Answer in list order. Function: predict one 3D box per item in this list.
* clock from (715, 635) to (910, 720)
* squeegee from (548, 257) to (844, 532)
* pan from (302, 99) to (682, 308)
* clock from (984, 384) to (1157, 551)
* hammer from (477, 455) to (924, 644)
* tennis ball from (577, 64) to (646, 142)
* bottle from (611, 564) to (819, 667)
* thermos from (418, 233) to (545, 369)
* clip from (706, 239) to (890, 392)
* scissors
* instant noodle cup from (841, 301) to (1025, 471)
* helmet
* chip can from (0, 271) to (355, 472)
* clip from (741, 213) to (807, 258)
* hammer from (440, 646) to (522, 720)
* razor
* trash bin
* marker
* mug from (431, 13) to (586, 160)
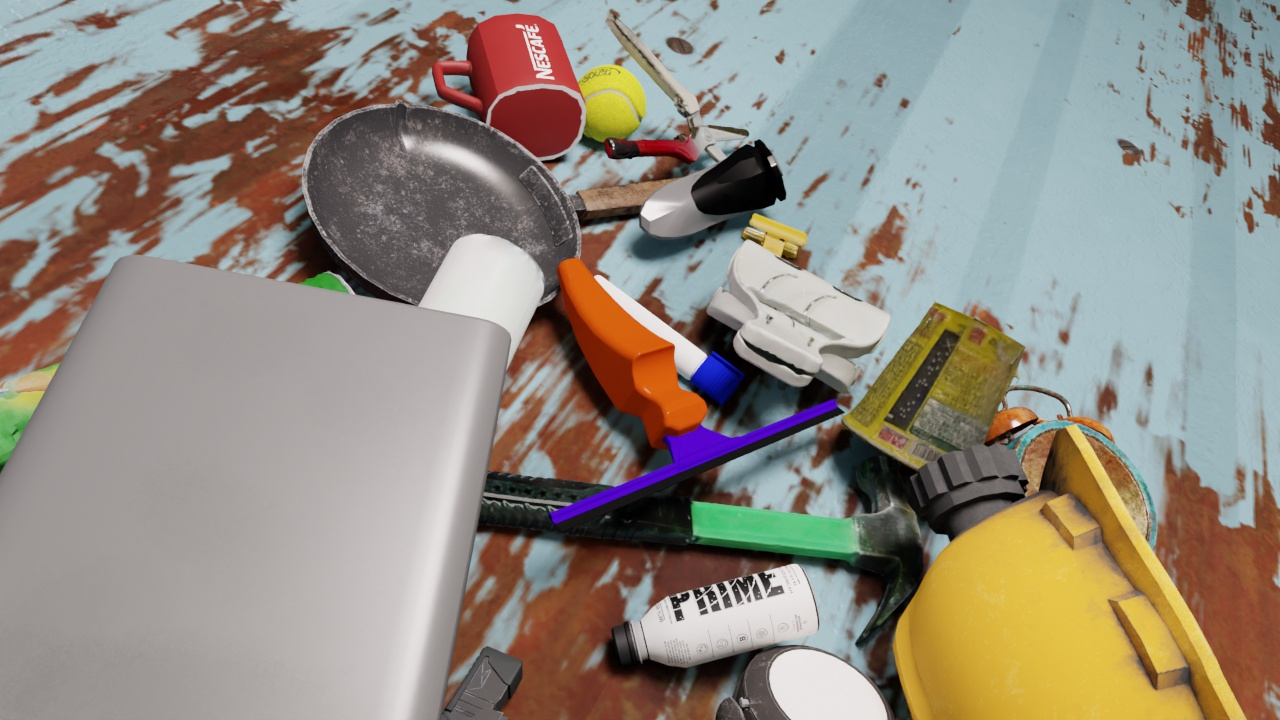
[{"bbox_3d":[0.093,0.197,0.497,0.091,0.044,0.122,33,29,28],"label":"clock"},{"bbox_3d":[-0.004,0.004,0.618,0.248,0.055,0.184,-17,62,-38],"label":"squeegee"},{"bbox_3d":[-0.082,-0.116,0.714,0.356,0.040,0.207,-10,62,-37],"label":"pan"},{"bbox_3d":[0.292,0.092,0.661,0.121,0.073,0.157,9,61,-14],"label":"clock"},{"bbox_3d":[0.032,0.103,0.583,0.318,0.032,0.130,9,50,-13],"label":"hammer"},{"bbox_3d":[-0.028,-0.225,0.806,0.065,0.066,0.065,11,49,-13],"label":"tennis ball"},{"bbox_3d":[0.041,0.150,0.525,0.116,0.041,0.041,-13,55,-4],"label":"bottle"},{"bbox_3d":[-0.125,0.030,0.530,0.068,0.068,0.229,22,58,-3],"label":"thermos"},{"bbox_3d":[0.113,-0.034,0.663,0.126,0.110,0.150,29,4,7],"label":"clip"},{"bbox_3d":[0.025,-0.218,0.793,0.198,0.015,0.179,-24,90,-46],"label":"scissors"},{"bbox_3d":[0.209,0.022,0.643,0.102,0.108,0.102,27,9,-5],"label":"instant noodle cup"},{"bbox_3d":[0.208,0.172,0.486,0.131,0.205,0.255,-17,56,8],"label":"helmet"},{"bbox_3d":[-0.263,0.018,0.510,0.222,0.076,0.075,-25,65,-35],"label":"chip can"},{"bbox_3d":[0.113,-0.099,0.783,0.054,0.046,0.048,22,23,-5],"label":"clip"},{"bbox_3d":[0.046,0.234,0.427,0.325,0.015,0.094,18,42,15],"label":"hammer"},{"bbox_3d":[0.059,-0.136,0.757,0.156,0.060,0.057,-27,95,-24],"label":"razor"},{"bbox_3d":[-0.164,0.080,0.389,0.191,0.098,0.219,10,54,-7],"label":"trash bin"},{"bbox_3d":[0.015,-0.017,0.678,0.133,0.023,0.027,37,79,11],"label":"marker"},{"bbox_3d":[-0.113,-0.228,0.769,0.116,0.081,0.096,-7,54,-18],"label":"mug"}]
